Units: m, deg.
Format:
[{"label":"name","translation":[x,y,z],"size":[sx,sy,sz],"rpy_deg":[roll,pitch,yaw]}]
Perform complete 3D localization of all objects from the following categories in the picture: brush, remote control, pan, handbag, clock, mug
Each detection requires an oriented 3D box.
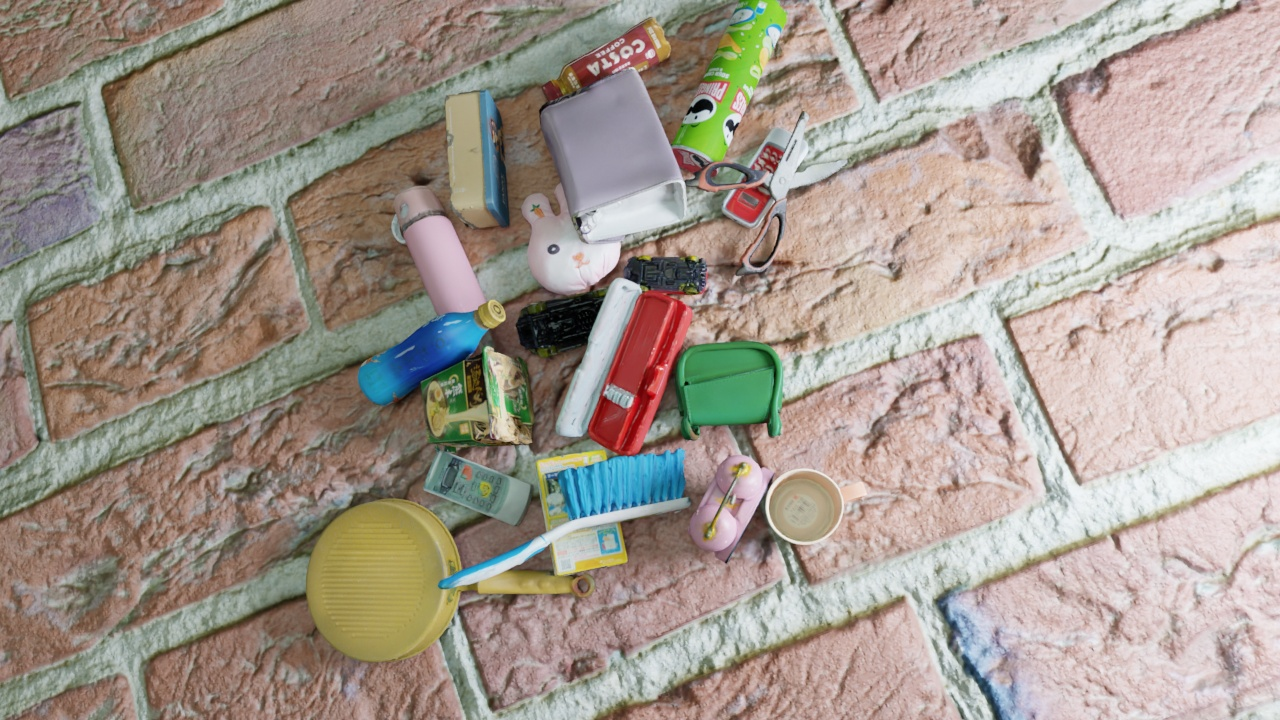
[{"label":"brush","translation":[-0.082,0.177,1.052],"size":[0.314,0.061,0.109],"rpy_deg":[-8,79,-20]},{"label":"remote control","translation":[0.159,-0.235,1.177],"size":[0.056,0.020,0.136],"rpy_deg":[33,85,14]},{"label":"pan","translation":[-0.235,0.269,1.119],"size":[0.358,0.078,0.197],"rpy_deg":[-1,81,15]},{"label":"handbag","translation":[-0.037,-0.252,1.155],"size":[0.145,0.098,0.196],"rpy_deg":[-16,62,-5]},{"label":"remote control","translation":[-0.202,0.159,1.149],"size":[0.135,0.019,0.056],"rpy_deg":[19,81,12]},{"label":"handbag","translation":[0.107,0.036,1.109],"size":[0.131,0.068,0.120],"rpy_deg":[-2,85,7]},{"label":"clock","translation":[0.100,0.163,1.032],"size":[0.060,0.158,0.117],"rpy_deg":[28,82,10]},{"label":"mug","translation":[0.199,0.163,1.043],"size":[0.114,0.106,0.081],"rpy_deg":[-20,76,4]}]

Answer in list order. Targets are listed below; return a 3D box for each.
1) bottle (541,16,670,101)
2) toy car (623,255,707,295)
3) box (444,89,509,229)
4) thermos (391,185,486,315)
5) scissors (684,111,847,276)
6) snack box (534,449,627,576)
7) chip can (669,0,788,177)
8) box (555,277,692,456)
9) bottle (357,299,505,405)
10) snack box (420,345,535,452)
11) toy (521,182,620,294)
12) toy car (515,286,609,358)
[{"label":"bottle","translation":[-0.047,-0.390,1.221],"size":[0.175,0.057,0.057],"rpy_deg":[-29,76,2]},{"label":"toy car","translation":[0.031,-0.107,1.163],"size":[0.106,0.031,0.049],"rpy_deg":[2,78,6]},{"label":"box","translation":[-0.213,-0.255,1.203],"size":[0.062,0.090,0.184],"rpy_deg":[-9,79,5]},{"label":"thermos","translation":[-0.268,-0.128,1.200],"size":[0.087,0.067,0.198],"rpy_deg":[-35,74,29]},{"label":"scissors","translation":[0.164,-0.209,1.152],"size":[0.222,0.015,0.189],"rpy_deg":[-13,96,-12]},{"label":"snack box","translation":[-0.072,0.183,1.105],"size":[0.087,0.034,0.140],"rpy_deg":[-9,78,-14]},{"label":"chip can","translation":[0.113,-0.356,1.183],"size":[0.072,0.072,0.236],"rpy_deg":[23,82,12]},{"label":"box","translation":[-0.026,0.008,1.093],"size":[0.095,0.101,0.201],"rpy_deg":[24,94,35]},{"label":"bottle","translation":[-0.255,-0.013,1.130],"size":[0.219,0.065,0.065],"rpy_deg":[-27,74,27]},{"label":"snack box","translation":[-0.204,0.054,1.130],"size":[0.106,0.118,0.117],"rpy_deg":[-13,77,16]},{"label":"toy","translation":[-0.096,-0.162,1.186],"size":[0.121,0.054,0.159],"rpy_deg":[-27,68,1]},{"label":"toy car","translation":[-0.079,-0.050,1.158],"size":[0.158,0.042,0.070],"rpy_deg":[-11,101,6]}]
